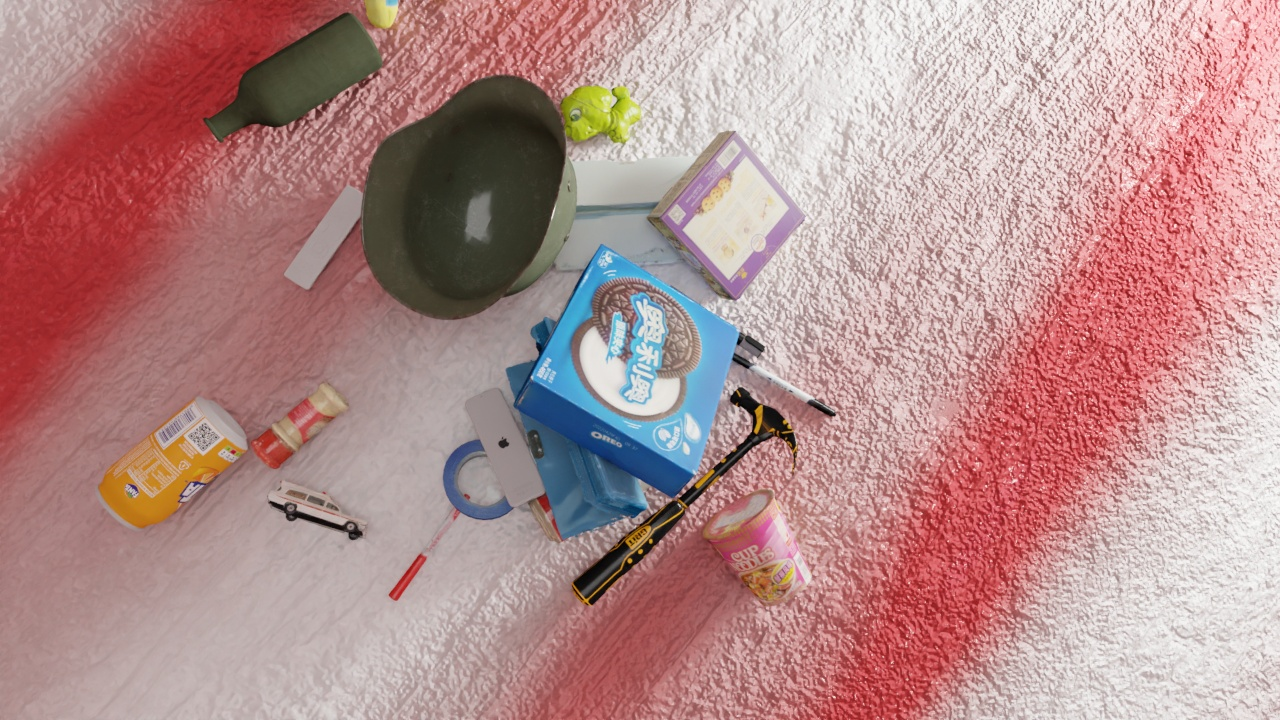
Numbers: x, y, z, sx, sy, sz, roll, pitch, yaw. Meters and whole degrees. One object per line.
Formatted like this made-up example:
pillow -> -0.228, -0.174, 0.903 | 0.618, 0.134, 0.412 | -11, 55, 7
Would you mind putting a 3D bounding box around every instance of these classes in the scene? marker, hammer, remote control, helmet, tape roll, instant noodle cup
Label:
marker -> -0.240, 0.213, 1.051 | 0.013, 0.013, 0.142 | 36, 80, -3
hammer -> 0.049, 0.171, 1.072 | 0.320, 0.036, 0.123 | -42, 61, -6
remote control -> -0.363, -0.143, 1.069 | 0.033, 0.012, 0.130 | 32, 81, -2
helmet -> -0.163, -0.174, 1.020 | 0.227, 0.153, 0.268 | 29, 99, 18
marker -> 0.176, 0.030, 1.129 | 0.152, 0.011, 0.011 | 30, 81, -4
tape roll -> -0.180, 0.137, 1.056 | 0.091, 0.016, 0.093 | -17, 78, -13
remote control -> -0.155, 0.097, 1.048 | 0.045, 0.008, 0.146 | -25, 65, -10
instant noodle cup -> 0.141, 0.222, 1.068 | 0.097, 0.098, 0.108 | -33, 97, -10
marker -> 0.090, -0.048, 1.122 | 0.140, 0.016, 0.016 | 34, 80, -3

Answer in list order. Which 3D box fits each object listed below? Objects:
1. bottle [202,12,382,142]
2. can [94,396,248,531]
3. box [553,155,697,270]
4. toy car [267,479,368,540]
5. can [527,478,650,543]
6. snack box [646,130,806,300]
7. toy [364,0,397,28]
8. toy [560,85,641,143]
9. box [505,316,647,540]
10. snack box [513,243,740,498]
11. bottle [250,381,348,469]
bottle -> -0.401, -0.317, 1.052 | 0.206, 0.071, 0.071 | -35, 90, -10
can -> -0.503, 0.111, 0.989 | 0.142, 0.079, 0.079 | -42, 91, -10
box -> -0.013, -0.182, 1.112 | 0.197, 0.049, 0.136 | -4, 86, -8
toy car -> -0.358, 0.167, 1.028 | 0.113, 0.039, 0.039 | 19, 60, -7
can -> -0.044, 0.141, 1.058 | 0.170, 0.067, 0.067 | -31, 89, -10
snack box -> 0.106, -0.172, 1.100 | 0.148, 0.041, 0.143 | 45, 79, -24
toy -> -0.252, -0.506, 1.087 | 0.214, 0.084, 0.149 | -26, 90, -7
toy -> -0.050, -0.300, 1.119 | 0.093, 0.036, 0.094 | 33, 80, -11
box -> -0.086, 0.079, 1.022 | 0.102, 0.094, 0.231 | -31, 62, 17
snack box -> -0.006, 0.006, 0.997 | 0.195, 0.056, 0.238 | 31, 44, -9
bottle -> -0.381, 0.072, 1.029 | 0.109, 0.044, 0.044 | -42, 91, -11
